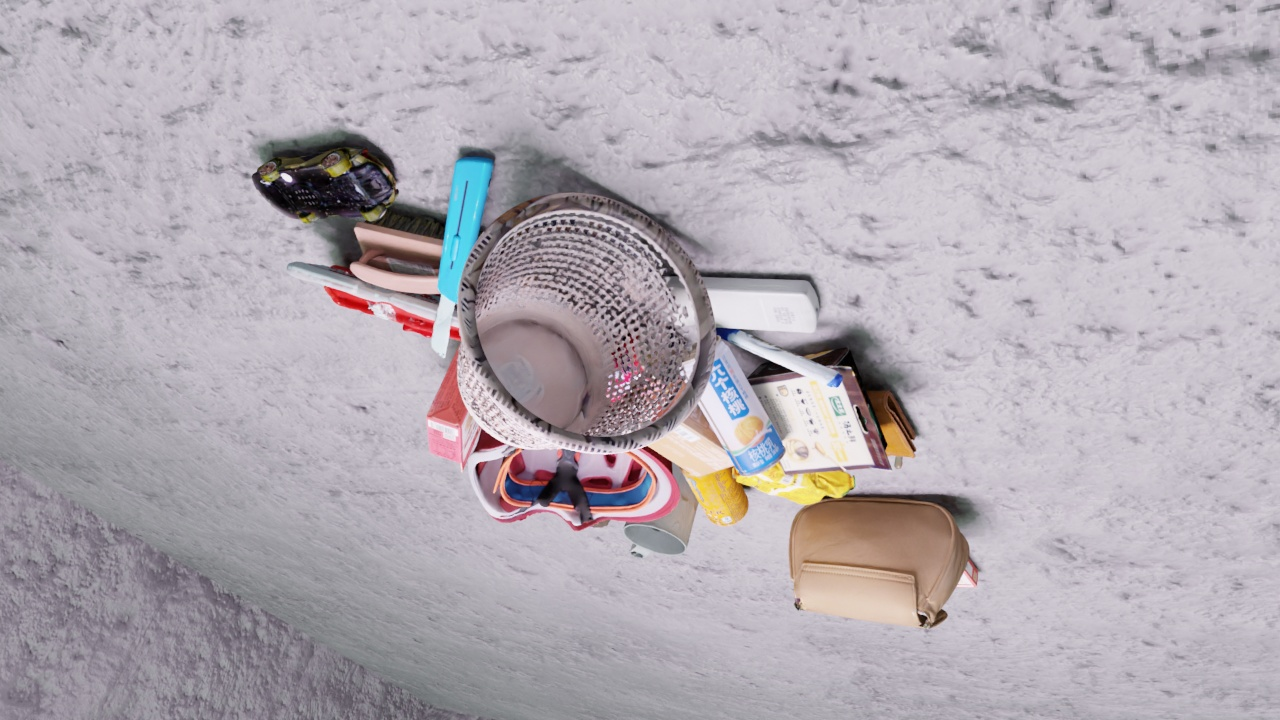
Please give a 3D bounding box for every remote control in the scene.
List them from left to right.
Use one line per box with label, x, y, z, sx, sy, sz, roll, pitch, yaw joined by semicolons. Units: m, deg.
remote control;0.090;-0.054;0.851;0.150;0.021;0.058;4;145;24

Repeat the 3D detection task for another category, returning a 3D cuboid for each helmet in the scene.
helmet;-0.072;0.094;1.061;0.240;0.143;0.207;5;142;-1

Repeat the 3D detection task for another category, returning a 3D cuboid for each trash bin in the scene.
trash bin;-0.074;-0.009;0.834;0.227;0.227;0.193;28;154;-14

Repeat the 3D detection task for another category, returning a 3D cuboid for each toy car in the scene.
toy car;-0.302;-0.168;0.874;0.158;0.042;0.070;1;144;27

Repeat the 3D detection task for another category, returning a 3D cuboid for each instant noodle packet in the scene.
instant noodle packet;0.172;0.131;1.050;0.110;0.044;0.128;17;166;-6

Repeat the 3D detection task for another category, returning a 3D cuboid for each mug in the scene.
mug;0.025;0.193;1.191;0.083;0.103;0.124;24;149;-8

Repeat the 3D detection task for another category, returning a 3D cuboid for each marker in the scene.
marker;0.123;-0.008;0.863;0.146;0.016;0.017;26;155;31

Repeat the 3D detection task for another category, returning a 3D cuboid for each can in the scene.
can;-0.006;0.006;0.953;0.066;0.066;0.094;35;146;-23
can;0.089;0.146;1.126;0.058;0.058;0.146;3;145;26
can;0.088;0.044;0.892;0.053;0.053;0.134;-17;110;45

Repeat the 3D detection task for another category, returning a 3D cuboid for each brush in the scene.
brush;-0.207;-0.098;0.902;0.146;0.072;0.063;13;147;8

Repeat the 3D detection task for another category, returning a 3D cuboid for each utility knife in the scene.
utility knife;-0.170;-0.091;0.849;0.034;0.018;0.208;21;119;6

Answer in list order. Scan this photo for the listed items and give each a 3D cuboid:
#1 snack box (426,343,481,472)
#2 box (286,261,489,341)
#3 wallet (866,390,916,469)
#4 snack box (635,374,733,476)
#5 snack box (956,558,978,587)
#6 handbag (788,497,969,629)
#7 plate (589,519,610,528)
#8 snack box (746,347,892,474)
snack box;-0.215;0.055;1.102;0.044;0.113;0.127;18;149;0
box;-0.253;-0.061;0.972;0.201;0.050;0.161;16;173;7
wallet;0.216;0.069;0.966;0.131;0.035;0.119;-3;139;37
snack box;0.061;0.055;0.966;0.092;0.094;0.077;34;146;-22
snack box;0.349;0.266;1.195;0.156;0.027;0.077;-8;139;37
handbag;0.276;0.238;1.077;0.205;0.147;0.100;-3;141;39
plate;-0.101;0.153;1.199;0.163;0.164;0.034;21;105;6
snack box;0.179;0.053;0.896;0.126;0.053;0.113;-11;110;40
